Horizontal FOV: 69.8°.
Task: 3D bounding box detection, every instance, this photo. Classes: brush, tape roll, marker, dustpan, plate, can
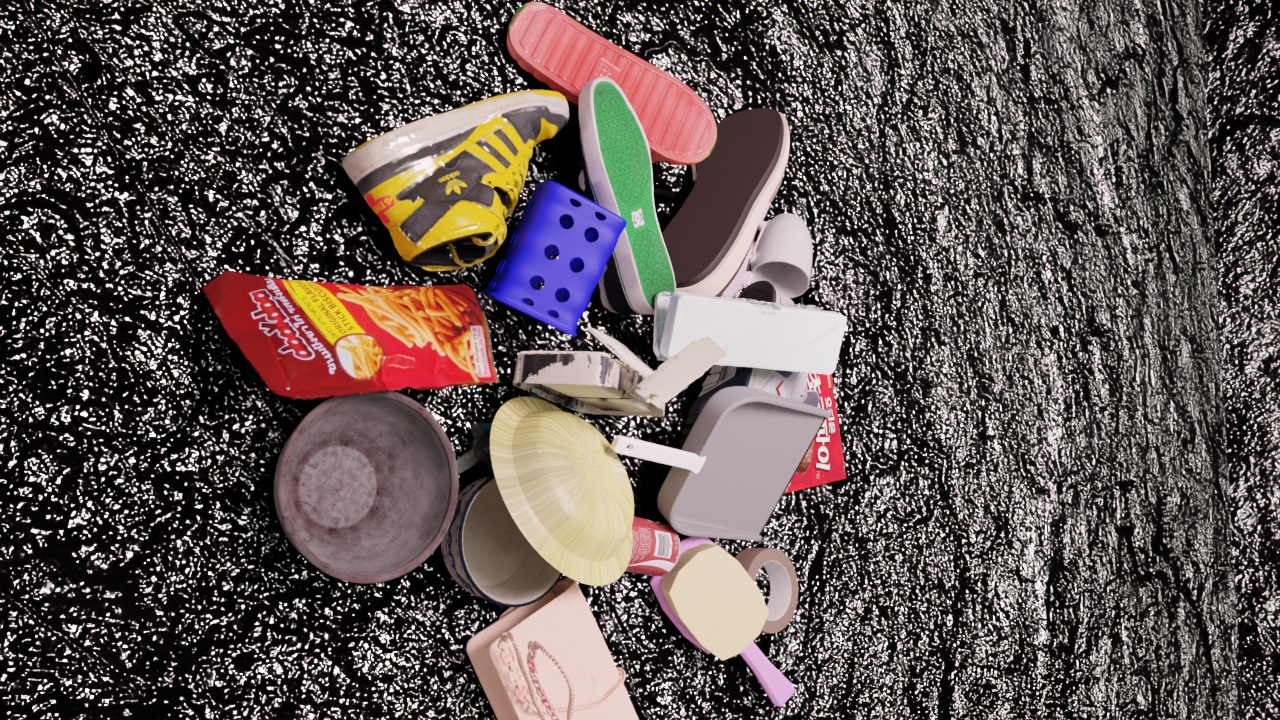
[{"bbox_3d":[0.102,0.287,0.971,0.089,0.043,0.229,-41,107,-16],"label":"brush"},{"bbox_3d":[0.139,0.261,1.044,0.093,0.030,0.093,9,77,-42],"label":"tape roll"},{"bbox_3d":[-0.011,-0.186,0.986,0.125,0.025,0.025,1,82,-43],"label":"marker"},{"bbox_3d":[0.072,0.100,0.906,0.257,0.033,0.163,17,106,-35],"label":"dustpan"},{"bbox_3d":[-0.053,0.104,0.811,0.184,0.036,0.184,43,27,-29],"label":"plate"},{"bbox_3d":[-0.010,0.181,0.903,0.096,0.054,0.054,20,69,-39],"label":"can"}]

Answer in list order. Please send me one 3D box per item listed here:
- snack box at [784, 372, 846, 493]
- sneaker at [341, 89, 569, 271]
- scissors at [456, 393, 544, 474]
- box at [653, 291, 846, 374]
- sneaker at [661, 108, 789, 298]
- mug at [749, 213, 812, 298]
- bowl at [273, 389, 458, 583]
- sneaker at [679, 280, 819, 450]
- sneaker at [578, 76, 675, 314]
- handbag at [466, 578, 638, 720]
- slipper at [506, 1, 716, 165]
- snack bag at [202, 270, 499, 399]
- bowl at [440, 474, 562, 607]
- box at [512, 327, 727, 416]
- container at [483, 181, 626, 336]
[{"bbox_3d":[0.187,0.078,1.117,0.132,0.036,0.152,-4,86,-43],"label":"snack box"},{"bbox_3d":[-0.135,-0.160,0.822,0.237,0.086,0.122,-29,97,-38],"label":"sneaker"},{"bbox_3d":[-0.128,0.063,0.836,0.130,0.019,0.135,26,63,-41],"label":"scissors"},{"bbox_3d":[0.111,-0.026,0.918,0.198,0.073,0.086,3,71,-24],"label":"box"},{"bbox_3d":[0.110,-0.160,1.055,0.116,0.112,0.293,59,44,-47],"label":"sneaker"},{"bbox_3d":[0.158,-0.138,1.117,0.107,0.071,0.089,20,57,-10],"label":"mug"},{"bbox_3d":[-0.221,0.097,0.712,0.144,0.067,0.145,9,77,-42],"label":"bowl"},{"bbox_3d":[0.136,0.043,1.008,0.124,0.089,0.239,22,87,-34],"label":"sneaker"},{"bbox_3d":[-0.033,-0.157,0.916,0.084,0.079,0.235,-28,109,-49],"label":"sneaker"},{"bbox_3d":[-0.035,0.288,0.769,0.116,0.188,0.199,-27,96,-35],"label":"handbag"},{"bbox_3d":[-0.033,-0.275,0.960,0.248,0.059,0.103,27,65,-20],"label":"slipper"},{"bbox_3d":[-0.219,-0.018,0.720,0.207,0.067,0.139,-4,46,-45],"label":"snack bag"},{"bbox_3d":[-0.123,0.153,0.798,0.115,0.059,0.115,9,77,-42],"label":"bowl"},{"bbox_3d":[-0.004,0.005,0.831,0.143,0.182,0.080,30,63,-63],"label":"box"},{"bbox_3d":[-0.078,-0.093,0.830,0.084,0.085,0.113,26,90,-19],"label":"container"}]
